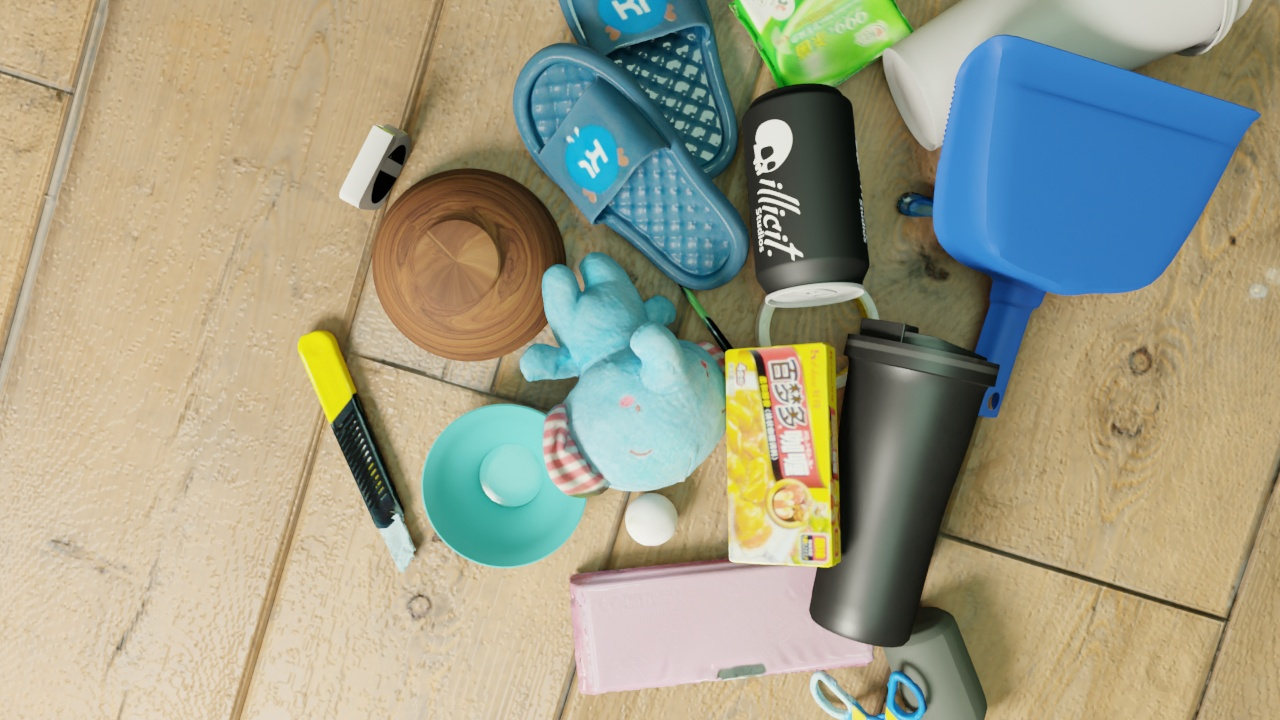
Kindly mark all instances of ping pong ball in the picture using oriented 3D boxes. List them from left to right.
[{"bbox_3d":[0.008,0.122,0.703,0.040,0.040,0.040,0,93,-2],"label":"ping pong ball"}]

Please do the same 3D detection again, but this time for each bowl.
[{"bbox_3d":[-0.129,-0.071,0.673,0.147,0.069,0.147,0,93,-2],"label":"bowl"},{"bbox_3d":[-0.100,0.091,0.695,0.121,0.046,0.121,0,93,-2],"label":"bowl"}]

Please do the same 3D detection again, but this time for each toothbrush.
[{"bbox_3d":[0.080,0.010,0.682,0.017,0.014,0.188,-42,71,28],"label":"toothbrush"}]

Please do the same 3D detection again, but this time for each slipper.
[{"bbox_3d":[-0.012,-0.129,0.663,0.213,0.059,0.104,45,132,-10],"label":"slipper"},{"bbox_3d":[0.011,-0.233,0.674,0.104,0.059,0.214,-25,96,-2],"label":"slipper"}]

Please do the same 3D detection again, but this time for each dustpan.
[{"bbox_3d":[0.299,-0.075,0.665,0.245,0.059,0.258,7,105,-22],"label":"dustpan"}]

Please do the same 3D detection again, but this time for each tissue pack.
[{"bbox_3d":[0.135,-0.257,0.689,0.114,0.034,0.099,-31,95,2],"label":"tissue pack"}]

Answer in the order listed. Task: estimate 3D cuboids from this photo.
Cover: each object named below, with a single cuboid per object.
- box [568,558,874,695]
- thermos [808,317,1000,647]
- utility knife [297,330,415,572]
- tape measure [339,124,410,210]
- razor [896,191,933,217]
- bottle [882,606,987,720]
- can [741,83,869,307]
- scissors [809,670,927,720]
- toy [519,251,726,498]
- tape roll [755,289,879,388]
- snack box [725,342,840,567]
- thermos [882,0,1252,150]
[{"bbox_3d":[0.063,0.199,0.714,0.233,0.041,0.098,-7,86,-2],"label":"box"},{"bbox_3d":[0.179,0.086,0.656,0.106,0.106,0.218,12,93,-3],"label":"thermos"},{"bbox_3d":[-0.214,0.071,0.704,0.029,0.020,0.198,-21,93,1],"label":"utility knife"},{"bbox_3d":[-0.191,-0.141,0.669,0.017,0.065,0.064,29,94,-3],"label":"tape measure"},{"bbox_3d":[0.267,-0.110,0.708,0.141,0.018,0.044,13,115,0],"label":"razor"},{"bbox_3d":[0.230,0.250,0.708,0.060,0.060,0.108,-22,94,-1],"label":"bottle"},{"bbox_3d":[0.118,-0.116,0.661,0.080,0.080,0.146,-4,83,-2],"label":"can"},{"bbox_3d":[0.180,0.281,0.710,0.125,0.016,0.125,17,125,32],"label":"scissors"},{"bbox_3d":[-0.004,0.004,0.659,0.183,0.115,0.180,-23,90,-29],"label":"toy"},{"bbox_3d":[0.136,-0.023,0.709,0.094,0.019,0.094,0,93,-2],"label":"tape roll"},{"bbox_3d":[0.099,0.065,0.643,0.075,0.025,0.152,-4,83,28],"label":"snack box"},{"bbox_3d":[0.294,-0.239,0.655,0.222,0.131,0.131,-27,94,8],"label":"thermos"}]
